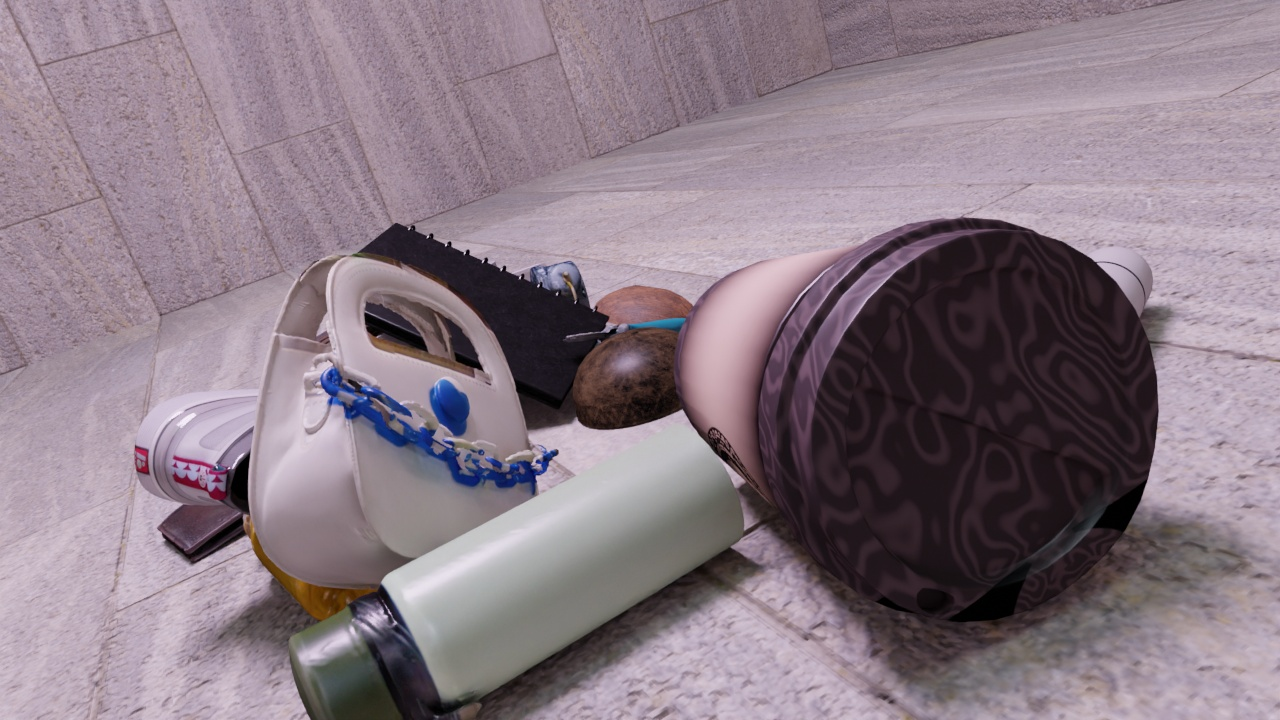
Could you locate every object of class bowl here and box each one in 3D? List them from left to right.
[{"bbox_3d":[-0.005,0.005,0.775,0.121,0.056,0.121,-16,18,5],"label":"bowl"},{"bbox_3d":[0.003,-0.062,0.967,0.101,0.026,0.114,-18,25,-41],"label":"bowl"}]

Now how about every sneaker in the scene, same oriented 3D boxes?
[{"bbox_3d":[-0.188,0.061,0.627,0.262,0.097,0.129,0,7,-41],"label":"sneaker"}]

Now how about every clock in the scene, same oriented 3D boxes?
[{"bbox_3d":[-0.086,-0.063,1.002,0.052,0.090,0.129,-16,14,-12],"label":"clock"}]

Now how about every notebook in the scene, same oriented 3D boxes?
[{"bbox_3d":[-0.154,-0.049,0.843,0.231,0.019,0.168,24,32,1],"label":"notebook"}]

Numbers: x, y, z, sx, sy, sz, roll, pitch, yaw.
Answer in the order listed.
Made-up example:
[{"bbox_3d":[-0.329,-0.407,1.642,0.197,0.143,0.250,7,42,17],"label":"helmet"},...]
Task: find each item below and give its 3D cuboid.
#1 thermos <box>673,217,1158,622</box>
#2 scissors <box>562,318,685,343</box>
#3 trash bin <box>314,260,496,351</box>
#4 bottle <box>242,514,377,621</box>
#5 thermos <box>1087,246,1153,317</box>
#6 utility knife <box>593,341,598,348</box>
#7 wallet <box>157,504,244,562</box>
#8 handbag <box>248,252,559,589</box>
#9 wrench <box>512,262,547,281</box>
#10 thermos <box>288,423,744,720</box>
[{"bbox_3d":[0.112,0.015,0.475,0.172,0.173,0.226,-22,12,-12],"label":"thermos"},{"bbox_3d":[-0.006,-0.025,0.856,0.132,0.019,0.148,-11,-5,6],"label":"scissors"},{"bbox_3d":[-0.221,0.000,0.900,0.115,0.114,0.228,-9,20,25],"label":"trash bin"},{"bbox_3d":[-0.234,0.128,0.635,0.053,0.053,0.186,-29,21,-30],"label":"bottle"},{"bbox_3d":[0.271,-0.013,0.570,0.052,0.052,0.223,-2,24,41],"label":"thermos"},{"bbox_3d":[-0.081,-0.011,0.919,0.120,0.015,0.022,-5,28,34],"label":"utility knife"},{"bbox_3d":[-0.353,0.125,0.804,0.119,0.031,0.099,-37,27,-33],"label":"wallet"},{"bbox_3d":[-0.131,0.030,0.550,0.093,0.199,0.200,-14,-17,21],"label":"handbag"},{"bbox_3d":[-0.167,-0.084,1.200,0.018,0.087,0.272,-12,9,18],"label":"wrench"},{"bbox_3d":[-0.058,0.118,0.469,0.231,0.082,0.082,-26,19,-23],"label":"thermos"}]
